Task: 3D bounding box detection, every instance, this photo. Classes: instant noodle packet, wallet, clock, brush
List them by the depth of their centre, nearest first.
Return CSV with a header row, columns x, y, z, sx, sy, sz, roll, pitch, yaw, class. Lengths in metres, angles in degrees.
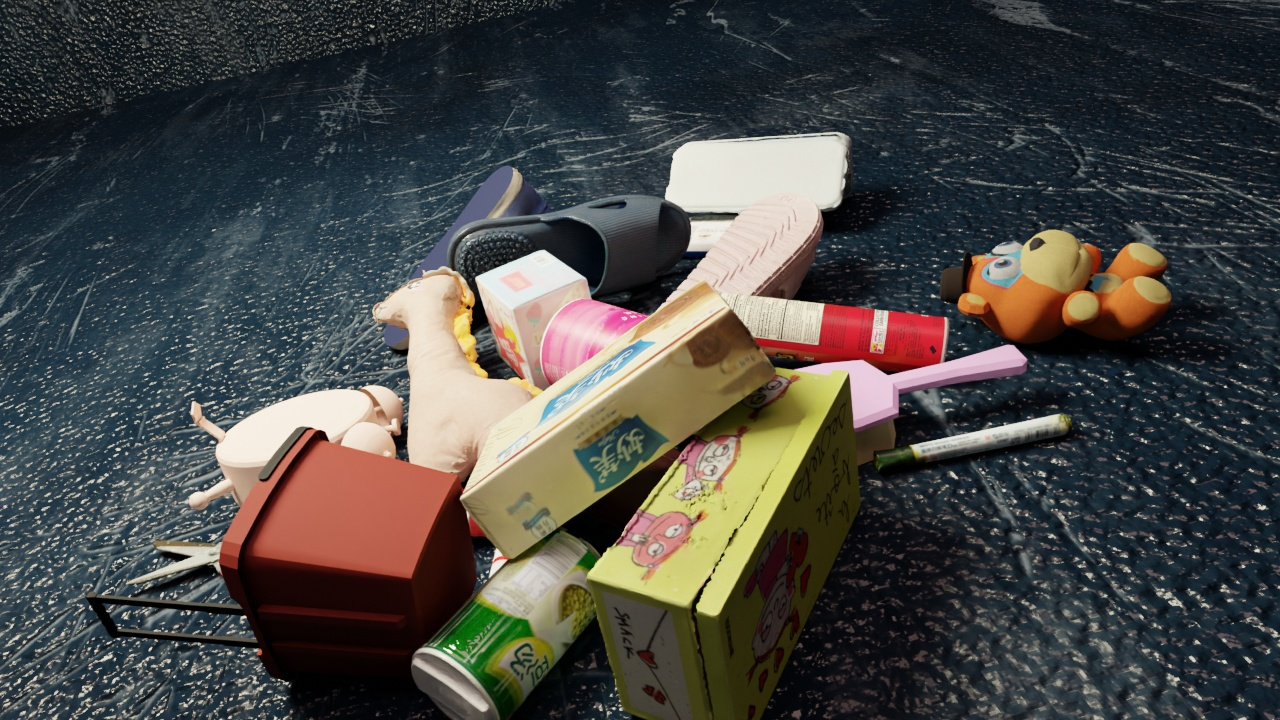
x,y,z,sx,sy,sz,roll,pitch,yaw,class
0.007,0.098,0.699,0.116,0.018,0.091,18,42,37,wallet
0.186,0.034,0.715,0.228,0.043,0.089,-12,31,-1,brush
-0.287,0.064,0.779,0.160,0.086,0.131,-7,22,-6,clock
0.099,-0.144,1.049,0.134,0.026,0.086,3,34,23,instant noodle packet

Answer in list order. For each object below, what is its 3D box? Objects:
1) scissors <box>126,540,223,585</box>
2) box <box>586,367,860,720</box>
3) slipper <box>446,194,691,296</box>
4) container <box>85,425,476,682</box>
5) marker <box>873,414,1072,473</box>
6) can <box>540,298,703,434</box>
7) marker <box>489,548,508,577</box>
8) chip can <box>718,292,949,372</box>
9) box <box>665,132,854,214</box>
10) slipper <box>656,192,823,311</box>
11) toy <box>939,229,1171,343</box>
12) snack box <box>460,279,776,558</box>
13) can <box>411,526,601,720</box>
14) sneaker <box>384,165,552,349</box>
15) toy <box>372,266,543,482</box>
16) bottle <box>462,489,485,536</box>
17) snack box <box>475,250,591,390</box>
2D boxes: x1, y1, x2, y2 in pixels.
x,y,z,sx,sy,sz,roll,pitch,yaw,class
-0.292,0.145,0.722,0.197,0.015,0.178,17,42,38,scissors
0.066,0.107,0.564,0.083,0.124,0.220,10,35,31,box
-0.063,-0.106,0.945,0.263,0.101,0.082,-9,29,-17,slipper
-0.220,0.128,0.591,0.201,0.148,0.126,7,40,8,container
0.245,0.061,0.677,0.146,0.017,0.017,-11,31,0,marker
-0.005,0.005,0.782,0.166,0.088,0.088,18,42,40,can
-0.095,0.136,0.667,0.019,0.019,0.145,-7,31,7,marker
0.148,-0.024,0.784,0.215,0.052,0.051,8,35,13,chip can
0.143,-0.205,1.089,0.211,0.106,0.129,5,65,20,box
0.099,-0.068,0.894,0.094,0.064,0.238,26,65,42,slipper
0.347,-0.059,0.777,0.176,0.096,0.111,-7,30,29,toy
-0.016,0.031,0.628,0.207,0.055,0.153,-35,10,6,snack box
-0.077,0.165,0.568,0.067,0.067,0.120,12,38,33,can
-0.169,-0.086,1.017,0.091,0.118,0.233,23,78,52,sneaker
-0.146,0.005,0.818,0.196,0.065,0.263,-10,45,-2,toy
-0.176,0.110,0.693,0.137,0.062,0.061,6,33,2,bottle
-0.096,-0.039,0.878,0.079,0.095,0.093,-26,35,-20,snack box
